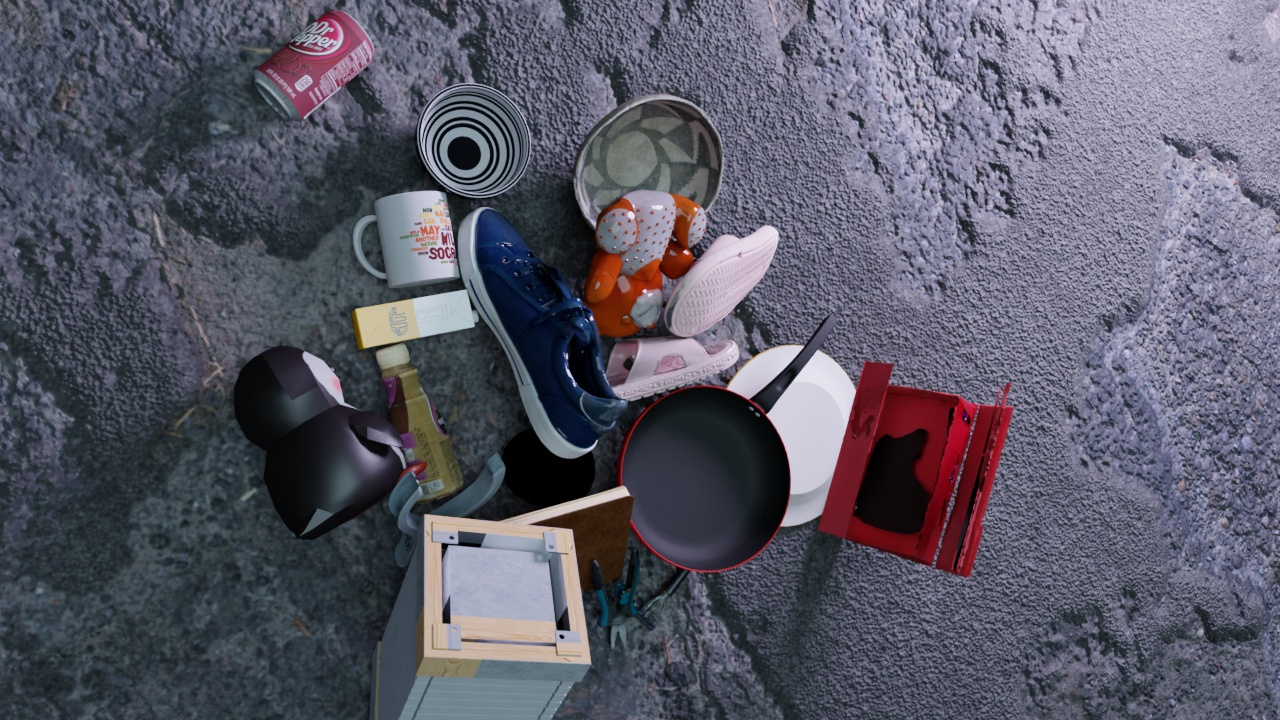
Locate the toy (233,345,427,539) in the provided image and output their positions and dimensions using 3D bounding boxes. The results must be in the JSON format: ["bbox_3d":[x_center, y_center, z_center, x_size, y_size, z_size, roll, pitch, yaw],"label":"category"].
[{"bbox_3d":[-0.327,0.074,0.890,0.184,0.159,0.139,57,28,0],"label":"toy"}]

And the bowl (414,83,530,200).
[{"bbox_3d":[-0.185,-0.229,0.988,0.120,0.066,0.120,0,89,-22],"label":"bowl"}]

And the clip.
[{"bbox_3d":[-0.226,0.153,0.911,0.174,0.030,0.158,-49,150,22],"label":"clip"}]

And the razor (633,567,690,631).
[{"bbox_3d":[0.047,0.257,1.098,0.043,0.022,0.144,47,74,-16],"label":"razor"}]

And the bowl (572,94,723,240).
[{"bbox_3d":[0.001,-0.221,1.042,0.178,0.081,0.179,-12,126,-17],"label":"bowl"}]

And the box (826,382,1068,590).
[{"bbox_3d":[0.366,0.138,1.071,0.121,0.319,0.211,21,82,-20],"label":"box"}]

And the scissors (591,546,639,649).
[{"bbox_3d":[-0.025,0.268,1.037,0.122,0.019,0.149,26,103,-36],"label":"scissors"}]

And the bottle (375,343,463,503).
[{"bbox_3d":[-0.238,0.065,0.966,0.059,0.060,0.166,-19,96,-21],"label":"bottle"}]

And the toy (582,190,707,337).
[{"bbox_3d":[-0.008,-0.097,1.005,0.163,0.093,0.173,-21,138,-48],"label":"toy"}]

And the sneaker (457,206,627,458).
[{"bbox_3d":[-0.093,-0.055,0.943,0.120,0.127,0.294,1,57,-55],"label":"sneaker"}]

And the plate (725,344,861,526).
[{"bbox_3d":[0.192,0.096,1.148,0.229,0.021,0.230,-1,93,-26],"label":"plate"}]

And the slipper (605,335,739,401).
[{"bbox_3d":[-0.006,0.006,1.044,0.239,0.094,0.064,-19,100,-15],"label":"slipper"}]

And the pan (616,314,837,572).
[{"bbox_3d":[0.116,0.081,1.071,0.209,0.067,0.355,43,71,-8],"label":"pan"}]

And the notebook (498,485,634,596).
[{"bbox_3d":[-0.120,0.219,0.978,0.225,0.024,0.168,-13,136,-21],"label":"notebook"}]

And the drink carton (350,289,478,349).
[{"bbox_3d":[-0.237,-0.044,0.969,0.122,0.059,0.040,-12,94,-22],"label":"drink carton"}]

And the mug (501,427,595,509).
[{"bbox_3d":[-0.092,0.104,1.005,0.121,0.095,0.085,-44,105,-17],"label":"mug"}]

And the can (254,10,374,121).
[{"bbox_3d":[-0.331,-0.300,0.933,0.063,0.063,0.114,47,74,-15],"label":"can"}]

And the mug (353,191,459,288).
[{"bbox_3d":[-0.249,-0.124,0.964,0.105,0.073,0.089,-9,93,4],"label":"mug"}]

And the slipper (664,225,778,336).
[{"bbox_3d":[0.096,-0.102,1.063,0.056,0.107,0.220,33,40,20],"label":"slipper"}]

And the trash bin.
[{"bbox_3d":[-0.163,0.286,0.877,0.142,0.142,0.248,10,130,-21],"label":"trash bin"}]
